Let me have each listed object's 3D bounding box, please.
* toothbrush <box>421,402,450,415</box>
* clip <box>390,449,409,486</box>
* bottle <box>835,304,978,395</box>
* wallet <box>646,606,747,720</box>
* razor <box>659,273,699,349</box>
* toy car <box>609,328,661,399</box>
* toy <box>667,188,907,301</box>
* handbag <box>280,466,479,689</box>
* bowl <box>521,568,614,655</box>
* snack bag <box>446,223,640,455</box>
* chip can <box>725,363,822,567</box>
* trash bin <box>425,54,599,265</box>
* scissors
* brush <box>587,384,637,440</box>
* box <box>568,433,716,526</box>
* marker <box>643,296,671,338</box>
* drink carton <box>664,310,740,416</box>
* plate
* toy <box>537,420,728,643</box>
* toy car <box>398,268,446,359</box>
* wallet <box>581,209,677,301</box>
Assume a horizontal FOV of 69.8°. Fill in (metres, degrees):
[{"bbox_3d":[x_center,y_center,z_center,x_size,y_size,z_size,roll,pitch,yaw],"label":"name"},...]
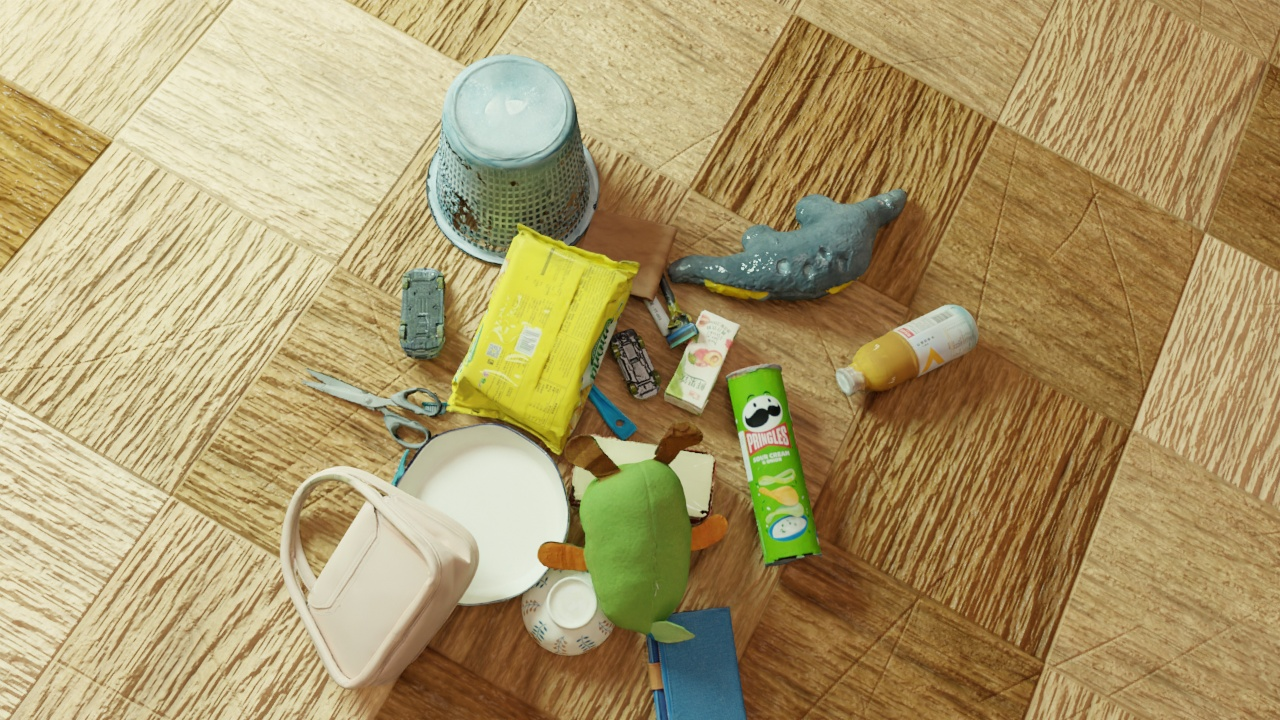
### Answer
[{"bbox_3d":[-0.170,0.060,1.120,0.191,0.016,0.018,2,83,-5],"label":"toothbrush"},{"bbox_3d":[-0.280,0.133,1.087,0.041,0.014,0.056,25,71,2],"label":"clip"},{"bbox_3d":[0.338,-0.009,1.169,0.189,0.068,0.068,-24,78,-13],"label":"bottle"},{"bbox_3d":[0.062,0.354,1.047,0.106,0.040,0.133,-3,72,-16],"label":"wallet"},{"bbox_3d":[0.035,-0.081,1.167,0.043,0.022,0.142,-30,62,18],"label":"razor"},{"bbox_3d":[-0.007,0.007,1.143,0.042,0.035,0.090,-23,78,-11],"label":"toy car"},{"bbox_3d":[0.218,-0.143,1.193,0.356,0.091,0.137,-22,49,-13],"label":"toy"},{"bbox_3d":[-0.307,0.217,1.003,0.234,0.093,0.193,39,102,20],"label":"handbag"},{"bbox_3d":[-0.078,0.276,1.042,0.113,0.062,0.113,2,72,-6],"label":"bowl"},{"bbox_3d":[-0.118,-0.029,1.085,0.158,0.068,0.246,22,88,-1],"label":"snack bag"},{"bbox_3d":[0.160,0.126,1.109,0.072,0.072,0.235,-8,75,-9],"label":"chip can"},{"bbox_3d":[-0.158,-0.254,1.120,0.226,0.195,0.226,2,74,-6],"label":"trash bin"},{"bbox_3d":[-0.325,0.056,1.101,0.172,0.014,0.145,-16,86,1],"label":"scissors"},{"bbox_3d":[-0.092,-0.005,1.140,0.083,0.046,0.254,-37,85,-19],"label":"brush"},{"bbox_3d":[0.002,0.138,1.082,0.168,0.079,0.091,9,73,-4],"label":"box"},{"bbox_3d":[0.007,-0.085,1.182,0.023,0.018,0.130,-32,78,12],"label":"marker"},{"bbox_3d":[0.076,0.004,1.148,0.053,0.045,0.122,23,72,6],"label":"drink carton"},{"bbox_3d":[-0.180,0.176,1.050,0.205,0.045,0.204,-2,76,6],"label":"plate"},{"bbox_3d":[-0.004,0.189,1.002,0.226,0.090,0.247,-5,100,-18],"label":"toy"},{"bbox_3d":[-0.269,-0.059,1.134,0.054,0.037,0.120,-2,64,-6],"label":"toy car"},{"bbox_3d":[-0.021,-0.136,1.175,0.115,0.020,0.101,17,80,16],"label":"wallet"}]
